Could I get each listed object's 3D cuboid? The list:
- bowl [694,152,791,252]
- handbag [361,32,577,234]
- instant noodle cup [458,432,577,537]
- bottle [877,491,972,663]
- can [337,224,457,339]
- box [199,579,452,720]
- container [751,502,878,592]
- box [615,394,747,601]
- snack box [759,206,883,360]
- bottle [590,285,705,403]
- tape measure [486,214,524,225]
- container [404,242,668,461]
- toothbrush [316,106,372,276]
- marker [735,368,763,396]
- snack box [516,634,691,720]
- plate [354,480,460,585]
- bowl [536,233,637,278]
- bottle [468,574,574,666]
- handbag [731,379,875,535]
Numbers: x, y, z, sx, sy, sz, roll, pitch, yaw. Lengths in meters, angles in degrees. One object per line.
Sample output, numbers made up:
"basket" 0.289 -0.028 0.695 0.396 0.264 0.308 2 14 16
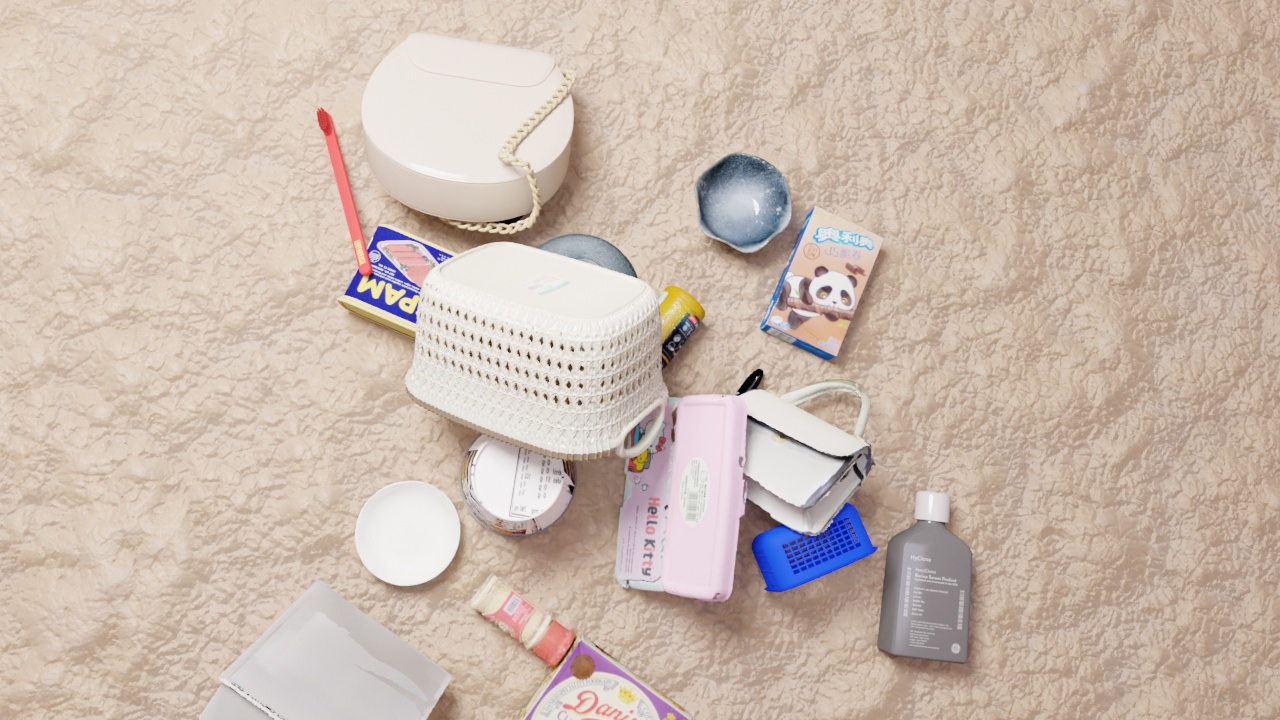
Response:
"bowl" 0.108 -0.169 1.013 0.110 0.055 0.110 1 82 -7
"handbag" -0.175 -0.247 0.946 0.210 0.104 0.208 7 59 -6
"instant noodle cup" -0.121 0.115 0.909 0.123 0.122 0.123 1 81 -7
"bottle" 0.308 0.229 0.984 0.083 0.046 0.173 8 81 -6
"can" -0.240 -0.078 0.957 0.116 0.057 0.092 23 78 -3
"box" -0.346 0.390 0.931 0.167 0.424 0.173 37 43 -1
"container" 0.175 0.191 0.950 0.114 0.096 0.058 -21 80 -10
"box" 0.035 0.133 0.922 0.153 0.038 0.201 -2 77 37
"snack box" 0.202 -0.086 1.023 0.087 0.034 0.151 25 80 -3
"bottle" -0.006 0.006 0.975 0.053 0.053 0.186 39 79 0
"tape measure" -0.152 -0.175 0.992 0.061 0.034 0.061 39 66 6
"container" -0.096 -0.013 0.867 0.246 0.184 0.143 18 121 22
"toothbrush" -0.310 -0.179 0.953 0.012 0.018 0.212 -22 68 3
"marker" 0.094 0.064 0.994 0.016 0.022 0.138 37 78 -5
"snack box" -0.047 0.378 0.921 0.143 0.041 0.148 36 79 -1
"plate" -0.235 0.175 0.935 0.104 0.026 0.104 1 81 -6
"bowl" -0.065 -0.076 0.977 0.137 0.057 0.137 1 82 -7
"bottle" -0.120 0.263 0.929 0.109 0.044 0.044 36 79 0
"handbag" 0.168 0.072 0.943 0.175 0.074 0.151 -41 49 -21
